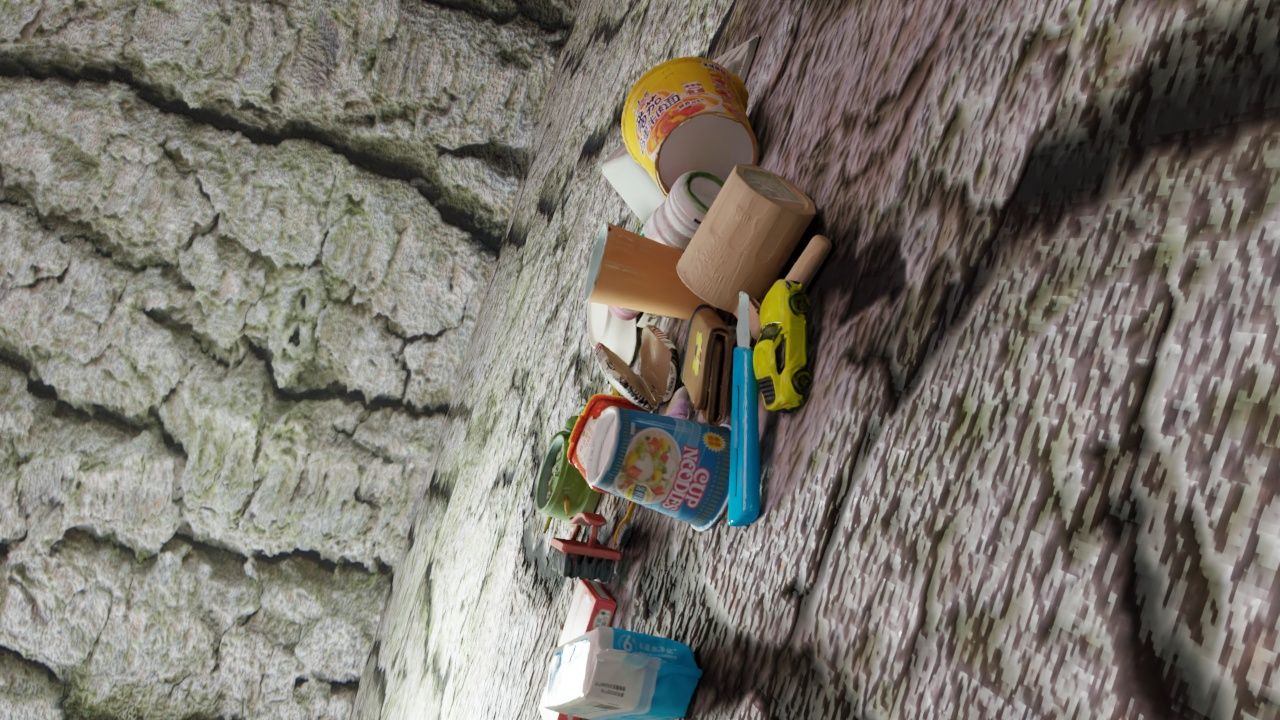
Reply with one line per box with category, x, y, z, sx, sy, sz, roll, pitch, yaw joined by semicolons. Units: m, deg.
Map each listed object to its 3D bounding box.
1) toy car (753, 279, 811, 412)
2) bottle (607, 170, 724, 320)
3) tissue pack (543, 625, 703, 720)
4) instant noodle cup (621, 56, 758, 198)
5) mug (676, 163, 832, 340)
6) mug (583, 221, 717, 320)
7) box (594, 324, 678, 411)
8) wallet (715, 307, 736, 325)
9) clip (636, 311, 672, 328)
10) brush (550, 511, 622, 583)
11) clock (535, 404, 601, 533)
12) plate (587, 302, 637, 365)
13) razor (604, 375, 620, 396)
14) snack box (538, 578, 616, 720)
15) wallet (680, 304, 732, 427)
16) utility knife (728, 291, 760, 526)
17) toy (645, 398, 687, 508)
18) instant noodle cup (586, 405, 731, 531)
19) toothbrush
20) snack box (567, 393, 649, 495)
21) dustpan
toy car;0.107;-0.012;0.712;0.048;0.032;0.105;154;120;-68
bottle;0.023;-0.110;0.952;0.198;0.068;0.068;-49;28;47
tissue pack;-0.018;0.260;0.757;0.140;0.090;0.063;134;149;-56
instant noodle cup;0.056;-0.231;0.959;0.138;0.138;0.109;-62;27;30
mug;0.100;-0.091;0.778;0.124;0.084;0.104;56;130;38
mug;0.014;-0.078;0.882;0.078;0.122;0.078;-166;91;-79
box;-0.010;0.008;0.990;0.163;0.087;0.076;-126;38;-70
wallet;0.091;-0.099;0.895;0.096;0.020;0.122;-129;57;-76
clip;0.022;-0.078;1.071;0.105;0.034;0.082;180;104;-81
brush;-0.063;0.199;0.994;0.146;0.063;0.069;147;133;-75
clock;-0.086;0.133;1.154;0.116;0.056;0.161;136;148;-56
plate;-0.040;-0.070;1.191;0.164;0.034;0.163;160;113;-72
razor;-0.039;0.062;1.127;0.043;0.028;0.132;80;-167;-50
snack box;-0.068;0.314;0.968;0.075;0.025;0.153;-164;92;-73
wallet;0.060;0.003;0.813;0.115;0.033;0.090;-107;22;-77
utility knife;0.082;0.035;0.731;0.034;0.018;0.191;150;125;-66
toy;0.022;0.092;0.888;0.083;0.039;0.108;-68;-3;-74
instant noodle cup;0.014;0.087;0.792;0.099;0.110;0.099;-164;91;-73
toothbrush;0.011;0.112;0.942;0.192;0.016;0.018;-67;28;17
snack box;-0.028;0.092;0.980;0.091;0.082;0.080;-67;28;21
dustpan;0.060;-0.249;1.159;0.257;0.142;0.223;-44;16;-6
